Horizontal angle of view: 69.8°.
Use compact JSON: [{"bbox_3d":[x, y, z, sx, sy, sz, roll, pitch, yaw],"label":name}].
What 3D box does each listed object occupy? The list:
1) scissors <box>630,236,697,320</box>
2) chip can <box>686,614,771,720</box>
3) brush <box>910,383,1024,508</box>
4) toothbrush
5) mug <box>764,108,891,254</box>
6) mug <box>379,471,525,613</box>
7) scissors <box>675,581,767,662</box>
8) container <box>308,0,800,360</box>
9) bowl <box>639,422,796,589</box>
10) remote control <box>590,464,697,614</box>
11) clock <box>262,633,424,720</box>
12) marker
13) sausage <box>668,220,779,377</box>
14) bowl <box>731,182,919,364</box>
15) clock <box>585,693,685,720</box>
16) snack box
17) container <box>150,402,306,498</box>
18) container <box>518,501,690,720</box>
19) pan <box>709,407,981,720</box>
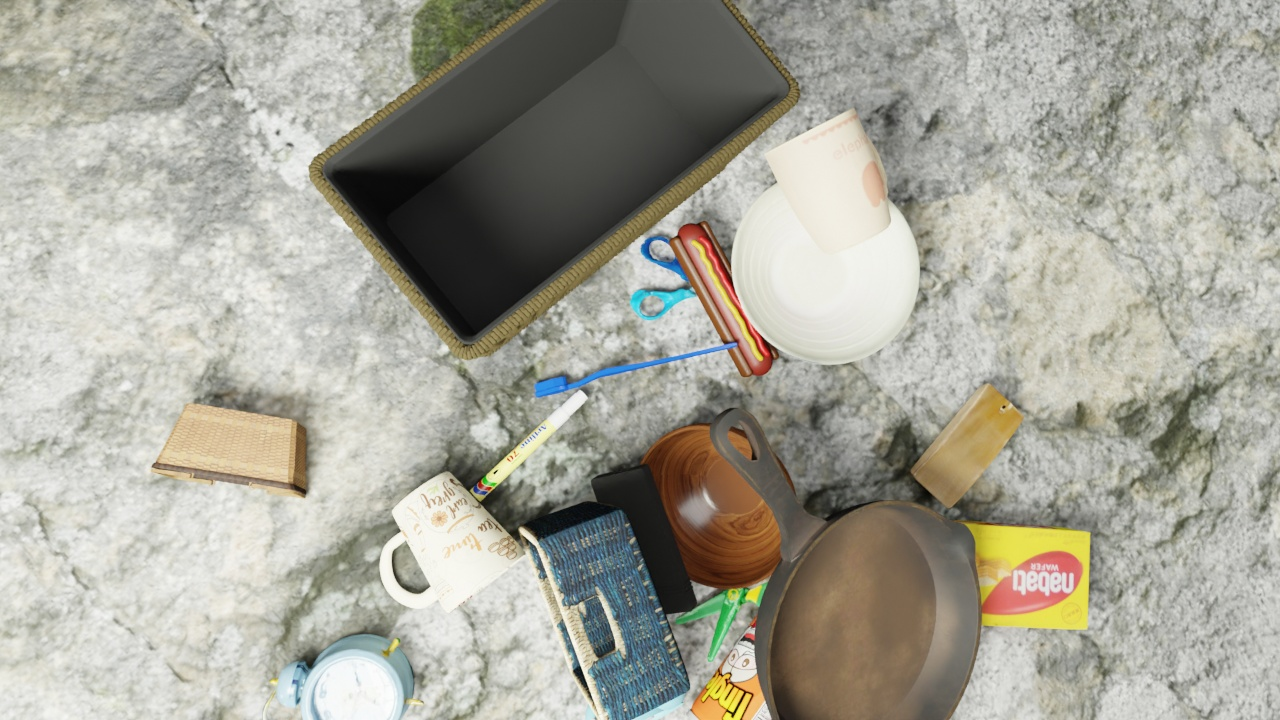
[{"bbox_3d":[0.057,-0.079,0.857,0.135,0.015,0.086,0,86,-10],"label":"scissors"},{"bbox_3d":[0.128,0.246,0.813,0.062,0.062,0.210,39,81,-3],"label":"chip can"},{"bbox_3d":[0.304,0.080,0.865,0.049,0.039,0.117,42,80,-3],"label":"brush"},{"bbox_3d":[-0.005,0.005,0.826,0.187,0.016,0.011,-14,79,2],"label":"toothbrush"},{"bbox_3d":[0.175,-0.156,0.794,0.111,0.085,0.104,-32,100,-39],"label":"mug"},{"bbox_3d":[-0.173,0.162,0.783,0.122,0.081,0.097,-40,83,17],"label":"mug"},{"bbox_3d":[0.082,0.202,0.818,0.129,0.012,0.119,-27,51,15],"label":"scissors"},{"bbox_3d":[-0.068,-0.155,0.748,0.320,0.205,0.176,-40,91,-10],"label":"container"},{"bbox_3d":[0.075,0.118,0.805,0.147,0.068,0.147,8,107,26],"label":"bowl"},{"bbox_3d":[0.003,0.159,0.804,0.058,0.013,0.133,-16,96,31],"label":"remote control"},{"bbox_3d":[-0.249,0.282,0.762,0.124,0.052,0.089,-20,90,-10],"label":"clock"},{"bbox_3d":[-0.099,0.075,0.821,0.132,0.014,0.014,-43,92,-9],"label":"marker"},{"bbox_3d":[0.077,-0.055,0.836,0.040,0.040,0.155,-31,97,-10],"label":"sausage"},{"bbox_3d":[0.164,-0.082,0.850,0.176,0.058,0.176,1,85,-8],"label":"bowl"},{"bbox_3d":[-0.002,0.288,0.761,0.087,0.123,0.042,-24,66,-10],"label":"clock"},{"bbox_3d":[0.315,0.197,0.854,0.200,0.042,0.092,5,86,-7],"label":"snack box"},{"bbox_3d":[-0.335,0.076,0.766,0.114,0.063,0.061,10,76,-7],"label":"container"},{"bbox_3d":[-0.034,0.191,0.732,0.071,0.188,0.145,-20,88,-13],"label":"container"},{"bbox_3d":[0.150,0.175,0.738,0.248,0.043,0.356,-43,111,-19],"label":"pan"}]
